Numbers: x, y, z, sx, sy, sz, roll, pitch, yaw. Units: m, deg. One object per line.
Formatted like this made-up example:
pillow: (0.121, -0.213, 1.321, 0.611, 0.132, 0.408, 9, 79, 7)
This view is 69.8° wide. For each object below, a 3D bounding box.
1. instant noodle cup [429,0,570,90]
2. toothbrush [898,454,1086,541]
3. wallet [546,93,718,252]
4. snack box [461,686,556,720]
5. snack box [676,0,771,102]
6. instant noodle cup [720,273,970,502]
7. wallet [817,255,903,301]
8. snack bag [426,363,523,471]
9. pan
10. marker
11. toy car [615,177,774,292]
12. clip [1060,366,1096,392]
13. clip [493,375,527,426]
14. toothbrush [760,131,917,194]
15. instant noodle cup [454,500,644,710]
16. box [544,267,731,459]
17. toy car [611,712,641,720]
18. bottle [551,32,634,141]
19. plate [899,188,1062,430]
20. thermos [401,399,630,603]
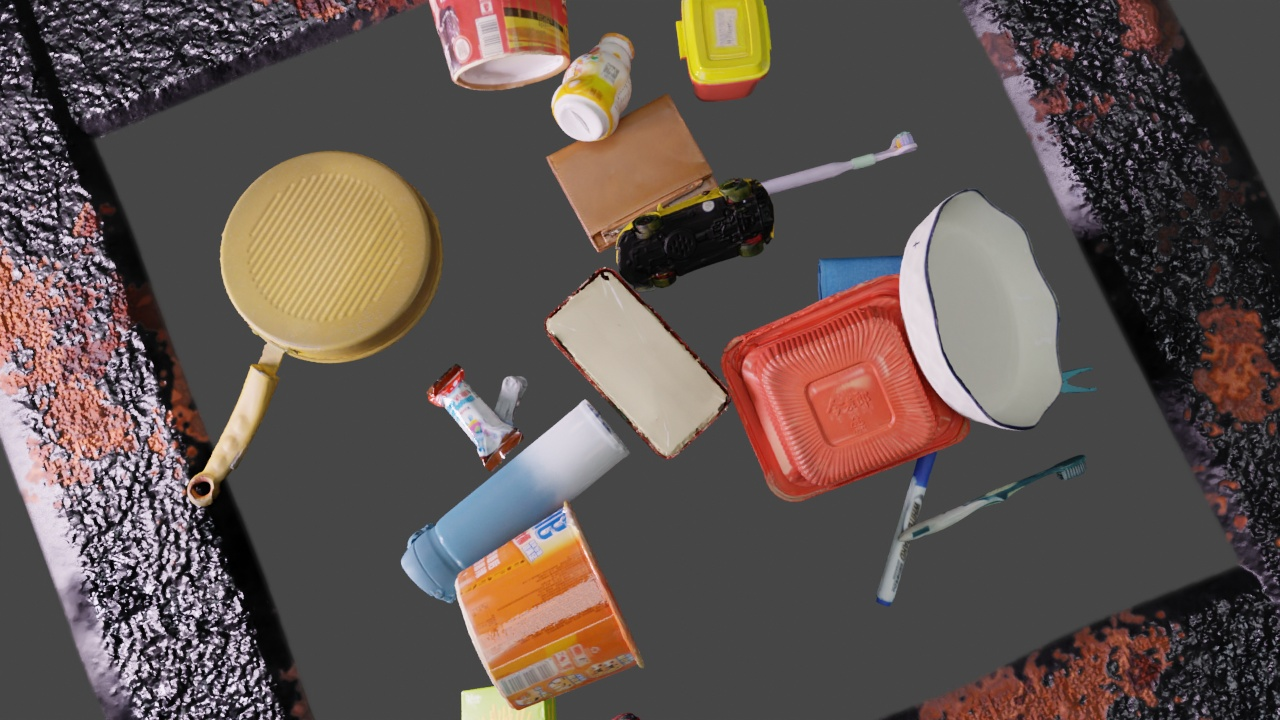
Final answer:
instant noodle cup: (-0.128, -0.312, 0.827, 0.138, 0.138, 0.108, -10, 93, 0)
toothbrush: (0.317, 0.126, 0.821, 0.191, 0.016, 0.018, -22, 96, -7)
wallet: (-0.007, -0.175, 0.858, 0.132, 0.031, 0.108, -29, 81, -1)
snack box: (-0.110, 0.357, 0.778, 0.086, 0.026, 0.156, -14, 65, 19)
snack box: (0.074, -0.287, 0.841, 0.082, 0.080, 0.091, -6, 85, 0)
instant noodle cup: (0.174, 0.031, 0.787, 0.189, 0.079, 0.164, -24, 96, 12)
wallet: (0.230, -0.045, 0.837, 0.133, 0.040, 0.106, -2, 82, 4)
snack bag: (-0.152, 0.051, 0.835, 0.045, 0.026, 0.105, -43, 69, -6)
pan: (-0.322, -0.026, 0.846, 0.198, 0.078, 0.357, 29, 80, 7)
marker: (0.240, 0.150, 0.828, 0.017, 0.017, 0.145, 18, 86, 3)
toy car: (0.049, -0.117, 0.836, 0.156, 0.041, 0.071, -22, 120, -3)
clip: (0.387, 0.021, 0.839, 0.056, 0.014, 0.041, -8, 84, 1)
clip: (-0.123, 0.041, 0.846, 0.024, 0.028, 0.057, 24, 95, 8)
toothbrush: (0.164, -0.177, 0.860, 0.189, 0.029, 0.021, -17, 122, 1)
instant noodle cup: (-0.078, 0.207, 0.759, 0.111, 0.151, 0.151, -26, 85, -7)
box: (-0.005, 0.005, 0.817, 0.091, 0.078, 0.168, -43, 85, -3)
toy car: (-0.049, 0.349, 0.799, 0.120, 0.053, 0.045, -40, 65, 2)
bottle: (-0.038, -0.253, 0.842, 0.063, 0.063, 0.108, 19, 59, 3)
plate: (0.289, -0.040, 0.781, 0.204, 0.046, 0.204, 11, 71, -37)
thermos: (-0.113, 0.125, 0.816, 0.220, 0.070, 0.070, -39, 85, -2)
